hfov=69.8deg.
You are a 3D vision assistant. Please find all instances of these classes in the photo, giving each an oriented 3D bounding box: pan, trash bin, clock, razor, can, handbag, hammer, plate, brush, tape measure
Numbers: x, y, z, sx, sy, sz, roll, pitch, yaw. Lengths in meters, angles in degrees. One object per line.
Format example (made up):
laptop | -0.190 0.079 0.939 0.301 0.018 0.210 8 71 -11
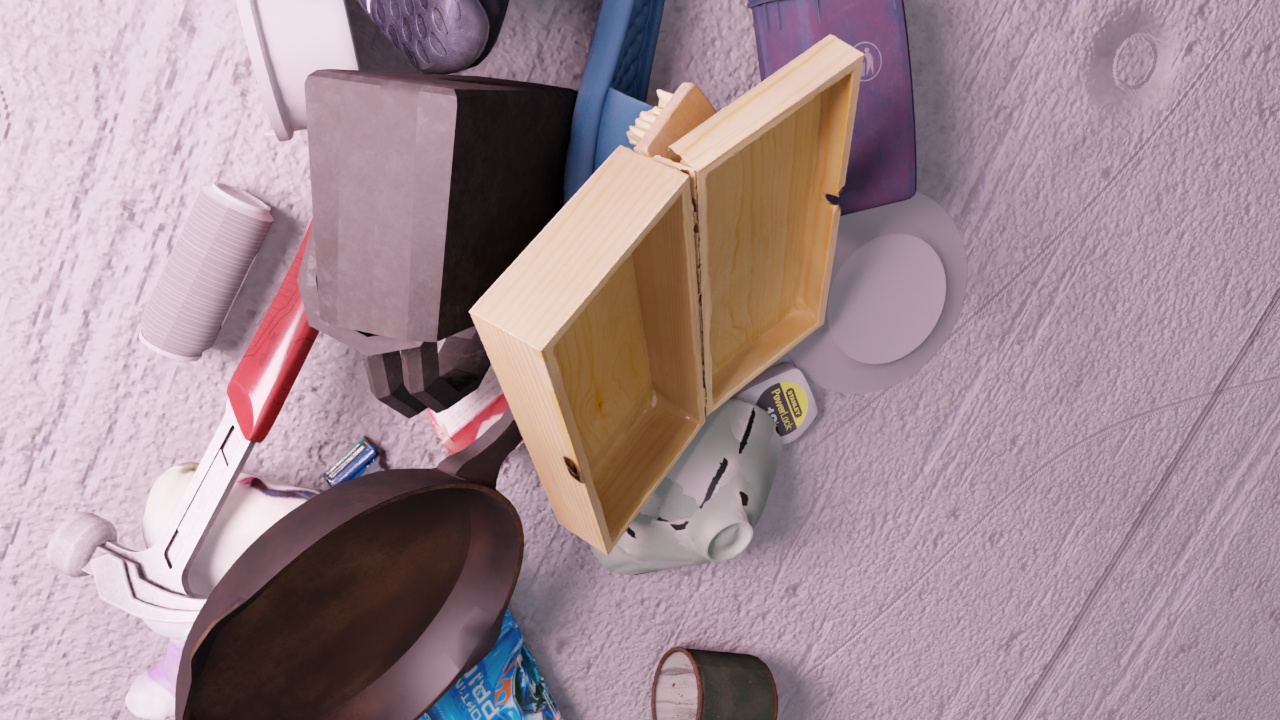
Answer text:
pan | -0.135 0.105 0.553 0.356 0.043 0.248 -55 150 1
trash bin | 0.131 -0.186 0.628 0.093 0.092 0.161 -15 109 -13
clock | -0.192 -0.197 0.500 0.061 0.120 0.159 -13 121 -14
razor | -0.165 0.119 0.660 0.044 0.018 0.141 -42 94 -1
can | -0.268 -0.054 0.566 0.044 0.044 0.107 26 100 -25
handbag | -0.117 -0.065 0.543 0.102 0.197 0.199 12 108 13
hammer | -0.223 0.005 0.556 0.126 0.036 0.315 23 82 6
plate | 0.193 -0.051 0.735 0.172 0.019 0.173 -6 111 -16
brush | 0.031 -0.117 0.554 0.049 0.039 0.117 -54 149 -4
tape measure | 0.108 0.039 0.742 0.065 0.017 0.064 -28 116 -7

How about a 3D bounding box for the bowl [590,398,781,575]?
bowl | 0.050 0.118 0.698 0.174 0.068 0.174 -17 129 -22

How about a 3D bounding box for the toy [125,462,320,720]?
toy | -0.267 0.164 0.620 0.137 0.085 0.210 18 112 2

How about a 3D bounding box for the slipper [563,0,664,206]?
slipper | -0.003 -0.158 0.586 0.059 0.103 0.214 11 97 11

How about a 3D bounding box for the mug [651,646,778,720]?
mug | 0.058 0.300 0.793 0.081 0.084 0.111 12 136 -24

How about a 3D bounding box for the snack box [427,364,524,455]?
snack box | -0.028 -0.030 0.638 0.273 0.076 0.044 -39 121 -2

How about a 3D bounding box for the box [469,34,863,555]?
box | 0.030 -0.027 0.553 0.256 0.076 0.247 -39 152 -18

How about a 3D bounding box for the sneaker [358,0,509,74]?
sneaker | -0.070 -0.263 0.505 0.150 0.097 0.252 10 83 -49

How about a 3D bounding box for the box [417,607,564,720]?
box | -0.152 0.277 0.713 0.166 0.075 0.244 -24 115 -8
